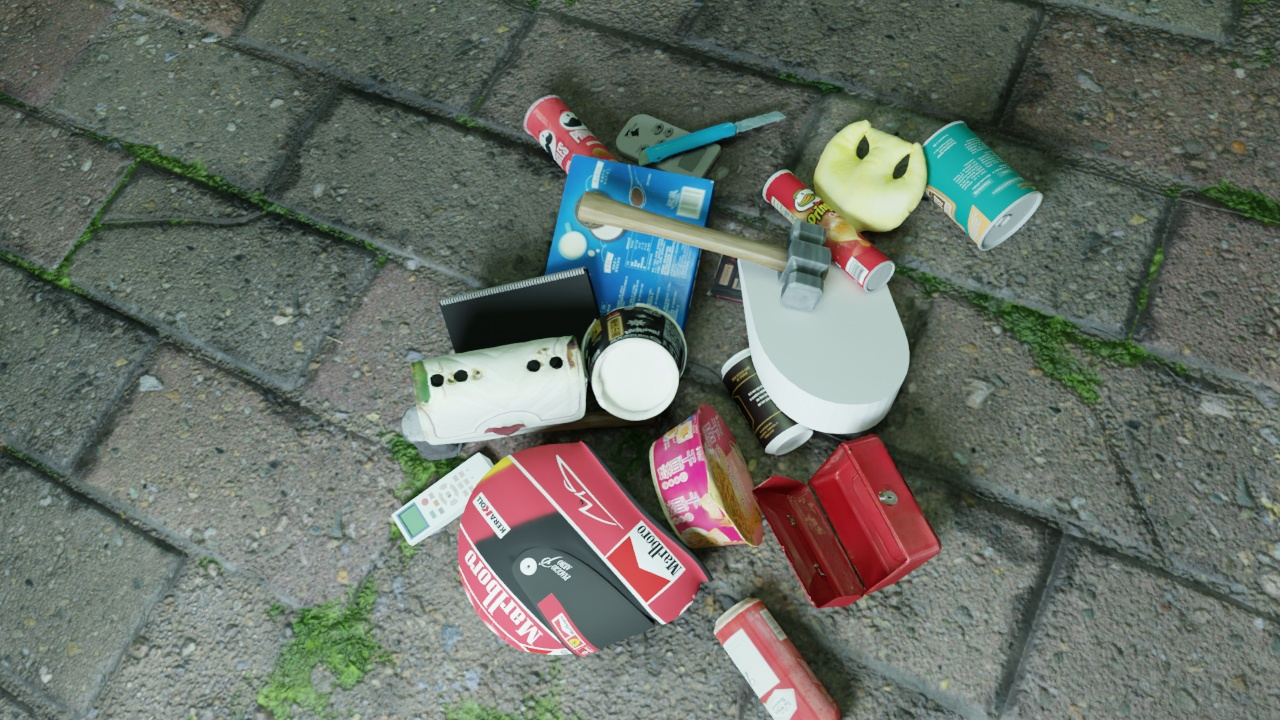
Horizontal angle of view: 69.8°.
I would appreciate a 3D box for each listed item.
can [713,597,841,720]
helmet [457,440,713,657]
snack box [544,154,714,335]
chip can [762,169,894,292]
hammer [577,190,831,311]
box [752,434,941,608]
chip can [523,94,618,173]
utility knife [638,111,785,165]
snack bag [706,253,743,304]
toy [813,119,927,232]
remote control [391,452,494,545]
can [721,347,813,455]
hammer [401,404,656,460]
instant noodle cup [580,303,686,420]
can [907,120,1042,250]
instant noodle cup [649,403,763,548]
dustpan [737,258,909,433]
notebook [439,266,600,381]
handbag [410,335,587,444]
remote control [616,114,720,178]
[{"bbox_3d":[0.155,0.353,1.037,0.067,0.067,0.170,-35,67,-6],"label":"can"},{"bbox_3d":[-0.088,0.230,1.059,0.224,0.198,0.271,-42,76,-9],"label":"helmet"},{"bbox_3d":[-0.019,-0.140,1.231,0.195,0.056,0.238,12,87,6],"label":"snack box"},{"bbox_3d":[0.250,-0.176,1.230,0.051,0.052,0.214,-35,57,-6],"label":"chip can"},{"bbox_3d":[0.081,-0.155,1.160,0.323,0.051,0.117,15,53,-4],"label":"hammer"},{"bbox_3d":[0.247,0.183,1.055,0.156,0.147,0.157,-34,65,14],"label":"box"},{"bbox_3d":[-0.077,-0.289,1.340,0.073,0.073,0.233,-37,68,-7],"label":"chip can"},{"bbox_3d":[0.103,-0.326,1.337,0.225,0.015,0.031,-17,67,2],"label":"utility knife"},{"bbox_3d":[0.176,-0.104,1.250,0.155,0.018,0.074,15,71,15],"label":"snack bag"},{"bbox_3d":[0.303,-0.241,1.248,0.170,0.064,0.155,40,111,37],"label":"toy"},{"bbox_3d":[-0.249,0.180,1.198,0.143,0.024,0.049,-36,67,-8],"label":"remote control"},{"bbox_3d":[0.160,0.051,1.159,0.072,0.072,0.128,-28,66,-3],"label":"can"},{"bbox_3d":[-0.143,0.084,1.195,0.328,0.098,0.052,-5,69,1],"label":"hammer"},{"bbox_3d":[-0.007,0.007,1.135,0.137,0.112,0.137,0,107,-2],"label":"instant noodle cup"},{"bbox_3d":[0.440,-0.231,1.215,0.099,0.099,0.144,-34,66,-6],"label":"can"},{"bbox_3d":[0.074,0.147,1.090,0.078,0.178,0.178,-23,65,17],"label":"instant noodle cup"},{"bbox_3d":[0.232,-0.025,1.162,0.191,0.053,0.257,1,47,-7],"label":"dustpan"},{"bbox_3d":[-0.149,-0.031,1.209,0.207,0.016,0.149,-11,106,14],"label":"notebook"},{"bbox_3d":[-0.167,0.037,1.101,0.198,0.142,0.096,-9,71,-9],"label":"handbag"},{"bbox_3d":[0.038,-0.315,1.360,0.151,0.019,0.074,28,75,19],"label":"remote control"}]
